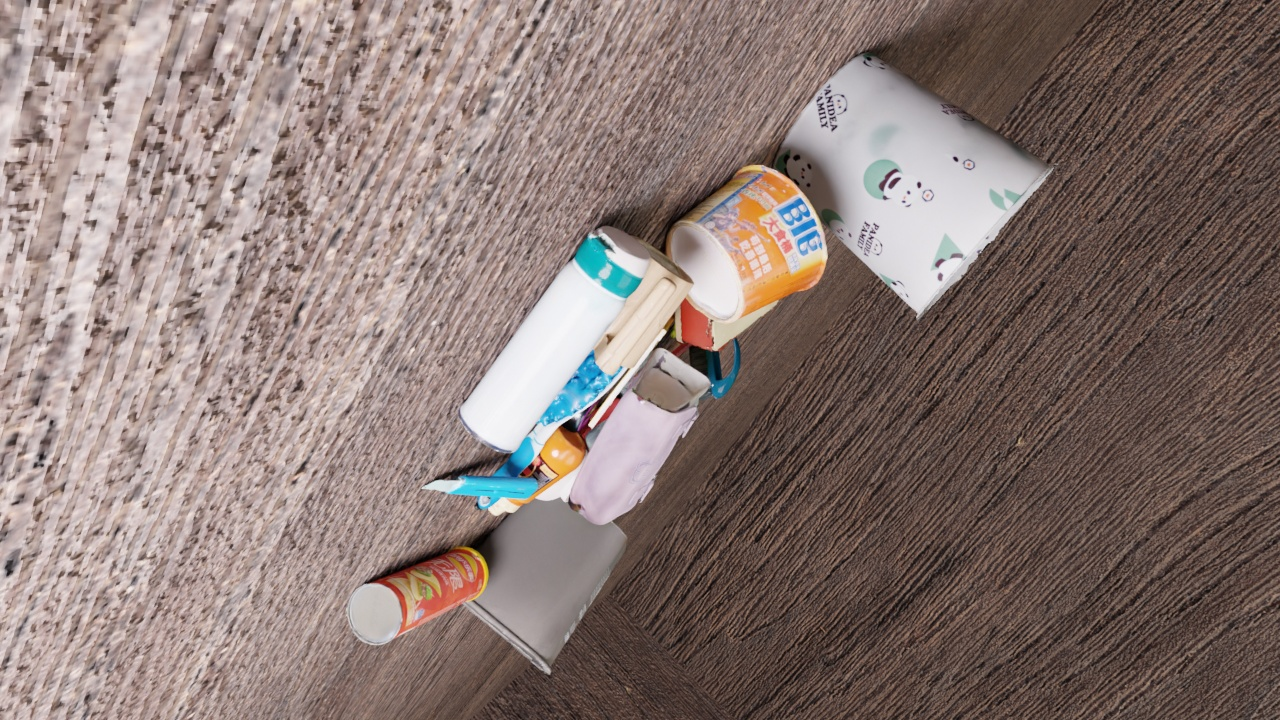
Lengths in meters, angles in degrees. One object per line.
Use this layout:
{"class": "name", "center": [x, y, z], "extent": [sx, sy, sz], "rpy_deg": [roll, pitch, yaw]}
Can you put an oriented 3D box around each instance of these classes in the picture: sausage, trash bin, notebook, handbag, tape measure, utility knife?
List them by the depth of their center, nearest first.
{"class": "utility knife", "center": [-0.175, 0.140, 1.018], "extent": [0.034, 0.018, 0.185], "rpy_deg": [-36, 156, 20]}
{"class": "trash bin", "center": [0.311, -0.215, 1.093], "extent": [0.229, 0.252, 0.230], "rpy_deg": [-45, 167, -14]}
{"class": "tape measure", "center": [-0.079, 0.057, 1.113], "extent": [0.057, 0.039, 0.058], "rpy_deg": [-56, 175, -6]}
{"class": "handbag", "center": [-0.005, 0.100, 1.151], "extent": [0.197, 0.098, 0.144], "rpy_deg": [-59, 172, 28]}
{"class": "notebook", "center": [-0.007, 0.007, 1.153], "extent": [0.146, 0.010, 0.206], "rpy_deg": [-52, -179, 9]}
{"class": "sausage", "center": [0.037, -0.005, 1.274], "extent": [0.155, 0.020, 0.020], "rpy_deg": [-39, 165, -19]}
{"class": "trash bin", "center": [-0.144, 0.312, 1.352], "extent": [0.219, 0.198, 0.199], "rpy_deg": [-49, 169, -20]}

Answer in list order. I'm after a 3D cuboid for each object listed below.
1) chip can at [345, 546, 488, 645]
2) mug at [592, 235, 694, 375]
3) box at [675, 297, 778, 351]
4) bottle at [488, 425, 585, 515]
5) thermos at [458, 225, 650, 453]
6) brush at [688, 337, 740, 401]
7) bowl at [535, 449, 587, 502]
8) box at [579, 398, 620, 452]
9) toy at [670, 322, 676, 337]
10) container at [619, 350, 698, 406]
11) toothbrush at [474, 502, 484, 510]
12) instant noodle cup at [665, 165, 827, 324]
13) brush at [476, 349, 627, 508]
{"class": "chip can", "center": [-0.262, 0.280, 1.106], "extent": [0.073, 0.073, 0.216], "rpy_deg": [-50, 168, 11]}
{"class": "mug", "center": [-0.008, -0.051, 0.877], "extent": [0.104, 0.084, 0.124], "rpy_deg": [-53, -164, 14]}
{"class": "box", "center": [0.124, -0.081, 1.213], "extent": [0.167, 0.077, 0.091], "rpy_deg": [-36, 134, -40]}
{"class": "bottle", "center": [-0.136, 0.142, 1.145], "extent": [0.150, 0.067, 0.066], "rpy_deg": [-43, 169, 15]}
{"class": "thermos", "center": [-0.074, -0.020, 0.827], "extent": [0.224, 0.073, 0.073], "rpy_deg": [-52, 167, 16]}
{"class": "brush", "center": [0.106, -0.009, 1.307], "extent": [0.074, 0.143, 0.055], "rpy_deg": [-14, 140, 14]}
{"class": "bowl", "center": [-0.108, 0.154, 1.252], "extent": [0.118, 0.065, 0.118], "rpy_deg": [-44, 166, -14]}
{"class": "box", "center": [-0.041, 0.107, 1.336], "extent": [0.087, 0.047, 0.201], "rpy_deg": [-30, 165, -7]}
{"class": "toy", "center": [0.081, -0.073, 1.271], "extent": [0.097, 0.031, 0.100], "rpy_deg": [-52, 172, 27]}
{"class": "container", "center": [0.024, 0.048, 1.328], "extent": [0.090, 0.090, 0.111], "rpy_deg": [-46, 164, -7]}
{"class": "toothbrush", "center": [-0.183, 0.188, 1.230], "extent": [0.016, 0.014, 0.189], "rpy_deg": [-25, 171, 13]}
{"class": "instant noodle cup", "center": [0.106, -0.117, 0.978], "extent": [0.111, 0.151, 0.152], "rpy_deg": [-33, 162, -24]}
{"class": "brush", "center": [-0.102, 0.067, 1.049], "extent": [0.315, 0.060, 0.109], "rpy_deg": [-47, 171, 10]}
